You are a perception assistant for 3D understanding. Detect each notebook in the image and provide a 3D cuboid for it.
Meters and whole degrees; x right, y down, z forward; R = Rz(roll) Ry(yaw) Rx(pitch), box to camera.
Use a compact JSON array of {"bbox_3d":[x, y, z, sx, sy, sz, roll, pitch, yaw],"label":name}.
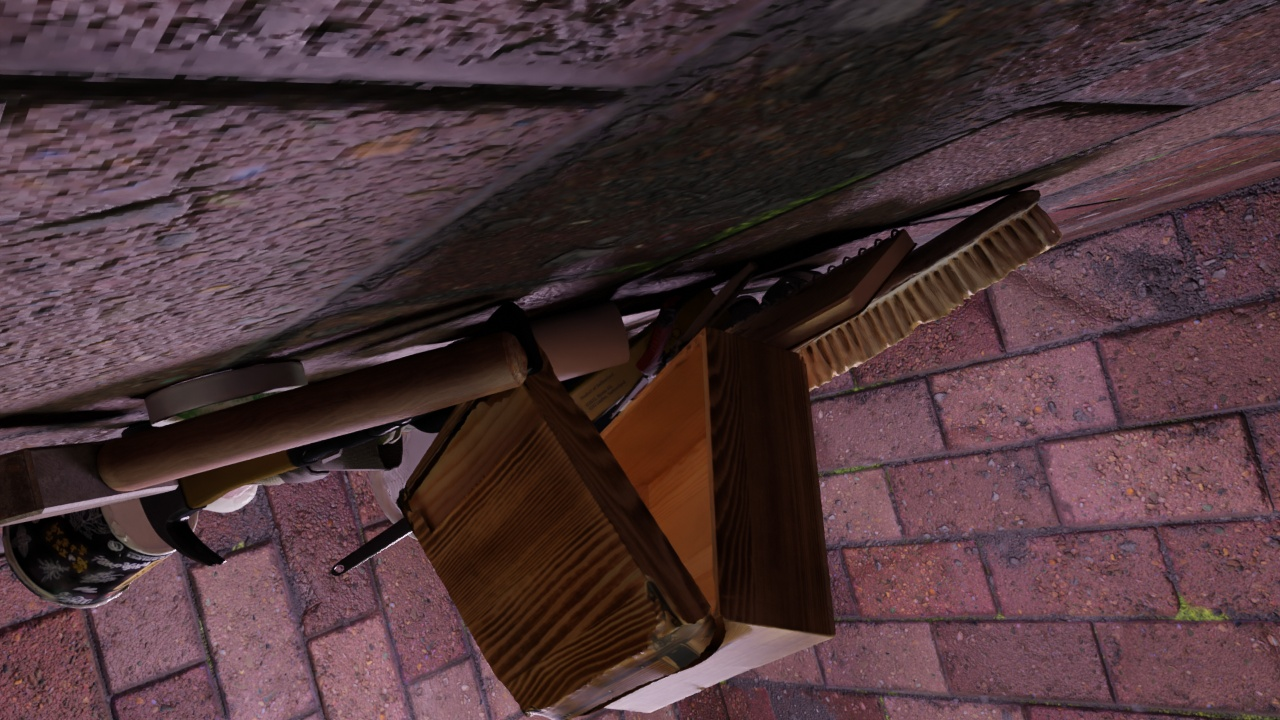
[{"bbox_3d":[0.128,-0.036,0.817,0.226,0.024,0.167,-30,-173,41],"label":"notebook"}]

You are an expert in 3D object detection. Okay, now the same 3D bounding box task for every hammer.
[{"bbox_3d":[-0.213,0.037,0.557,0.301,0.037,0.158,-15,178,3],"label":"hammer"},{"bbox_3d":[-0.216,0.049,0.630,0.334,0.118,0.025,-22,175,18],"label":"hammer"}]

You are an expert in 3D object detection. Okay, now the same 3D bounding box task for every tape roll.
[{"bbox_3d":[-0.260,0.021,0.579,0.094,0.018,0.094,-15,178,-1],"label":"tape roll"}]

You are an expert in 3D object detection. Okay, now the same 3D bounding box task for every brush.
[{"bbox_3d":[0.233,-0.057,0.807,0.272,0.056,0.083,-33,-176,16],"label":"brush"}]

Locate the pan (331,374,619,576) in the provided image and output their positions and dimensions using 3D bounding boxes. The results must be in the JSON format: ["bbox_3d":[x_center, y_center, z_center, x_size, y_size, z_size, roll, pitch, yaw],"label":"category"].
[{"bbox_3d":[-0.182,0.133,0.980,0.356,0.199,0.021,-33,-175,1],"label":"pan"}]

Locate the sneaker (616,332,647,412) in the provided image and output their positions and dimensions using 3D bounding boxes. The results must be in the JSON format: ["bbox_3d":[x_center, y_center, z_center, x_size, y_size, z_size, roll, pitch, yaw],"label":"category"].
[{"bbox_3d":[-0.040,0.016,1.143,0.241,0.088,0.118,6,-159,6],"label":"sneaker"}]

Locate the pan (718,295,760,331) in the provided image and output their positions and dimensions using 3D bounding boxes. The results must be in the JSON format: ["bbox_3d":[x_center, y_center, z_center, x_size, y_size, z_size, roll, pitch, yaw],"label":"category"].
[{"bbox_3d":[0.151,-0.019,1.170,0.055,0.188,0.355,27,-144,27],"label":"pan"}]

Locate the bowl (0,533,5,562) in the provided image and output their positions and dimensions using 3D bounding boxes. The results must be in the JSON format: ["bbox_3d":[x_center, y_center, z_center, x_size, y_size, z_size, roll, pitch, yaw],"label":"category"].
[{"bbox_3d":[-0.659,0.169,0.829,0.145,0.067,0.145,-16,178,-1],"label":"bowl"}]

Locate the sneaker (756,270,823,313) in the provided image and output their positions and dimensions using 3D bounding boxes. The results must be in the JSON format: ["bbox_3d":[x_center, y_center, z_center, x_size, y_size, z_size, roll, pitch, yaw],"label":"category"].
[{"bbox_3d":[0.150,-0.005,1.012,0.124,0.089,0.240,-41,160,-52],"label":"sneaker"}]

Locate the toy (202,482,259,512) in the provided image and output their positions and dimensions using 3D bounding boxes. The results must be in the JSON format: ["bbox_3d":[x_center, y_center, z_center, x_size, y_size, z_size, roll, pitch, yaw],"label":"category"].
[{"bbox_3d":[-0.486,0.134,1.065,0.159,0.084,0.194,4,177,-12],"label":"toy"}]

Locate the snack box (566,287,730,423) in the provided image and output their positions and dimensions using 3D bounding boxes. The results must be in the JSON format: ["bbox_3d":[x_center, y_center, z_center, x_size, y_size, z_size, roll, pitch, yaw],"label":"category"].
[{"bbox_3d":[-0.005,0.005,0.894,0.180,0.045,0.121,-38,-176,-17],"label":"snack box"}]

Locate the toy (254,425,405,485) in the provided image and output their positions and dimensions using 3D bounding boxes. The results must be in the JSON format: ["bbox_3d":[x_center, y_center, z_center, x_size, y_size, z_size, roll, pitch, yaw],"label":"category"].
[{"bbox_3d":[-0.271,0.063,0.783,0.153,0.078,0.179,-8,176,-1],"label":"toy"}]

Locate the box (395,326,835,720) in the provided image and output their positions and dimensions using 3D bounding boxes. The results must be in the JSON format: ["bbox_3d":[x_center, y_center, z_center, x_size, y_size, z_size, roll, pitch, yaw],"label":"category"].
[{"bbox_3d":[-0.040,0.144,0.714,0.263,0.268,0.280,14,145,-25],"label":"box"}]

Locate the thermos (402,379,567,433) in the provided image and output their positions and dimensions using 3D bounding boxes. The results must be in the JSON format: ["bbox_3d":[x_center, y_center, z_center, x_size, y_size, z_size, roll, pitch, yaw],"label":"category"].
[{"bbox_3d":[-0.176,0.032,0.901,0.232,0.061,0.061,-17,178,35],"label":"thermos"}]

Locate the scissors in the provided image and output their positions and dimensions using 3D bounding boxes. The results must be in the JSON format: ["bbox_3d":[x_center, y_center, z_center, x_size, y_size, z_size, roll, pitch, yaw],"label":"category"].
[{"bbox_3d":[0.030,-0.016,0.770,0.179,0.015,0.195,-39,164,1],"label":"scissors"}]

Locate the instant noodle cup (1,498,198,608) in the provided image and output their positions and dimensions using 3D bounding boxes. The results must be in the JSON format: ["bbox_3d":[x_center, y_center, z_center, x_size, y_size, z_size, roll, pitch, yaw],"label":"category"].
[{"bbox_3d":[-0.500,0.151,0.871,0.112,0.137,0.137,-25,175,18],"label":"instant noodle cup"}]

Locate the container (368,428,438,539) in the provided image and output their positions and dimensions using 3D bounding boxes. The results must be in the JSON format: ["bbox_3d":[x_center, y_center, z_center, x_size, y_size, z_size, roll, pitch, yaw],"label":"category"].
[{"bbox_3d":[-0.209,0.114,1.092,0.189,0.189,0.187,-16,179,-5],"label":"container"}]

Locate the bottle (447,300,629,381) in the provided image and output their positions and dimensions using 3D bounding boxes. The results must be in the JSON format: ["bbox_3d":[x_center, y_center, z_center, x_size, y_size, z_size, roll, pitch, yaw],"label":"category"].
[{"bbox_3d":[-0.109,0.002,0.718,0.195,0.052,0.052,-15,178,-13],"label":"bottle"}]
